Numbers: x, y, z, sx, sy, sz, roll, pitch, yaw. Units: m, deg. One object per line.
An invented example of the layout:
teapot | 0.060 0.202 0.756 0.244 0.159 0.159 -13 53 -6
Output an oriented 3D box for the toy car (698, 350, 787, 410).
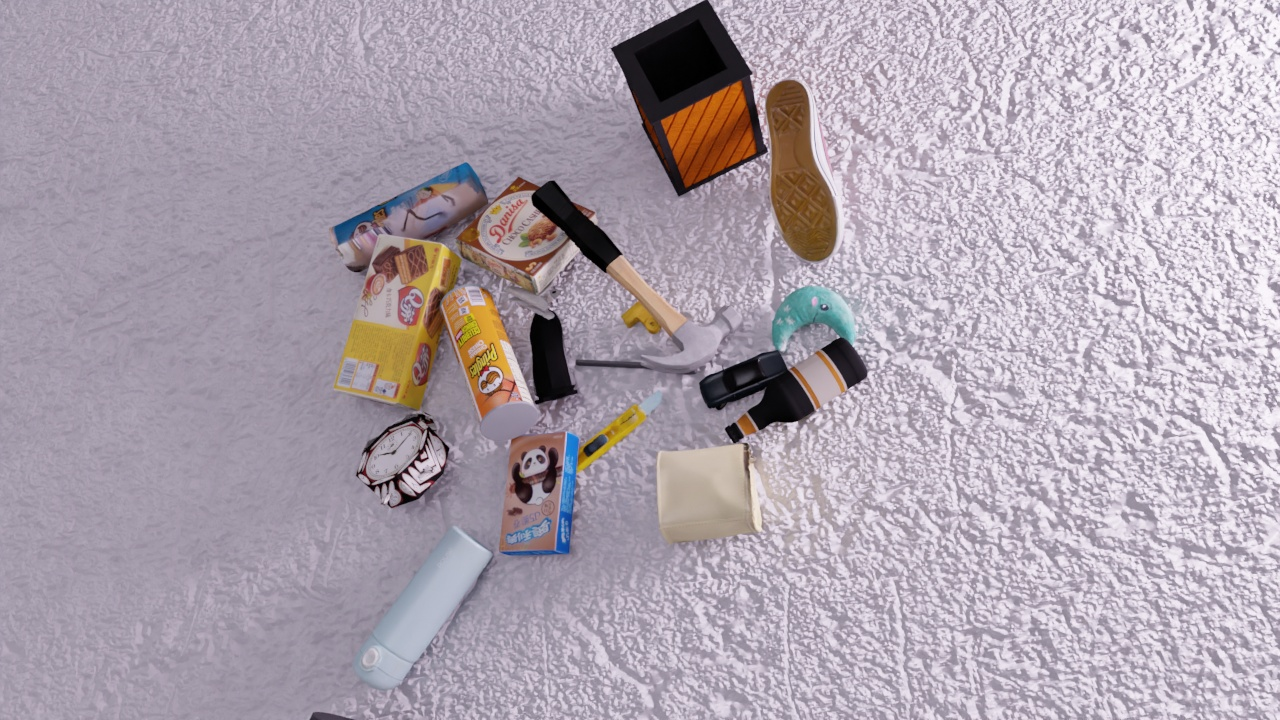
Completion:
toy car | 0.129 0.023 1.152 0.112 0.034 0.046 -23 65 6

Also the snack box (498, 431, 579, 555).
snack box | -0.127 0.168 1.154 0.087 0.034 0.151 -8 67 29

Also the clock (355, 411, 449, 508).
clock | -0.311 0.128 1.215 0.114 0.065 0.154 -34 36 1

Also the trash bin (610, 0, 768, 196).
trash bin | 0.070 -0.350 1.240 0.140 0.172 0.139 -26 65 4

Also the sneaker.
sneaker | 0.218 -0.246 1.207 0.118 0.087 0.241 -9 90 23

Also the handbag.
handbag | 0.083 0.156 1.091 0.119 0.081 0.111 -10 59 13

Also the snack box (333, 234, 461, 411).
snack box | -0.335 -0.053 1.277 0.110 0.061 0.230 10 80 19

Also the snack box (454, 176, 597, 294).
snack box | -0.158 -0.177 1.286 0.147 0.041 0.142 28 62 24

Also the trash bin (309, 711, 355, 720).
trash bin | -0.312 0.523 0.981 0.218 0.218 0.227 13 69 19

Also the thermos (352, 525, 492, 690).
thermos | -0.268 0.305 1.128 0.065 0.078 0.206 32 78 20

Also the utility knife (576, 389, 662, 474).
utility knife | -0.042 0.098 1.182 0.179 0.017 0.030 -37 72 -5

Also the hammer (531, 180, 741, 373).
hammer | -0.024 -0.116 1.206 0.131 0.039 0.328 -41 75 -13

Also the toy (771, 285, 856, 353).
toy | 0.219 -0.053 1.162 0.105 0.033 0.085 -3 79 13

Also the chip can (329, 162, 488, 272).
chip can | -0.340 -0.210 1.352 0.229 0.080 0.079 -25 65 4

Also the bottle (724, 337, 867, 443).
bottle | 0.184 0.044 1.115 0.181 0.059 0.059 -33 64 1

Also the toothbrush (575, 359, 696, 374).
toothbrush | -0.007 0.007 1.208 0.167 0.013 0.013 2 62 16

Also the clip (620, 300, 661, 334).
clip | 0.007 -0.057 1.229 0.054 0.045 0.049 -42 107 -5

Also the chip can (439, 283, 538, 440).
chip can | -0.203 -0.001 1.210 0.075 0.075 0.215 -28 55 3

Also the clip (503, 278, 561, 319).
clip | -0.137 -0.086 1.270 0.058 0.050 0.102 -31 39 -29

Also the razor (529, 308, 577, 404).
razor | -0.121 -0.009 1.222 0.057 0.060 0.156 -15 62 3
